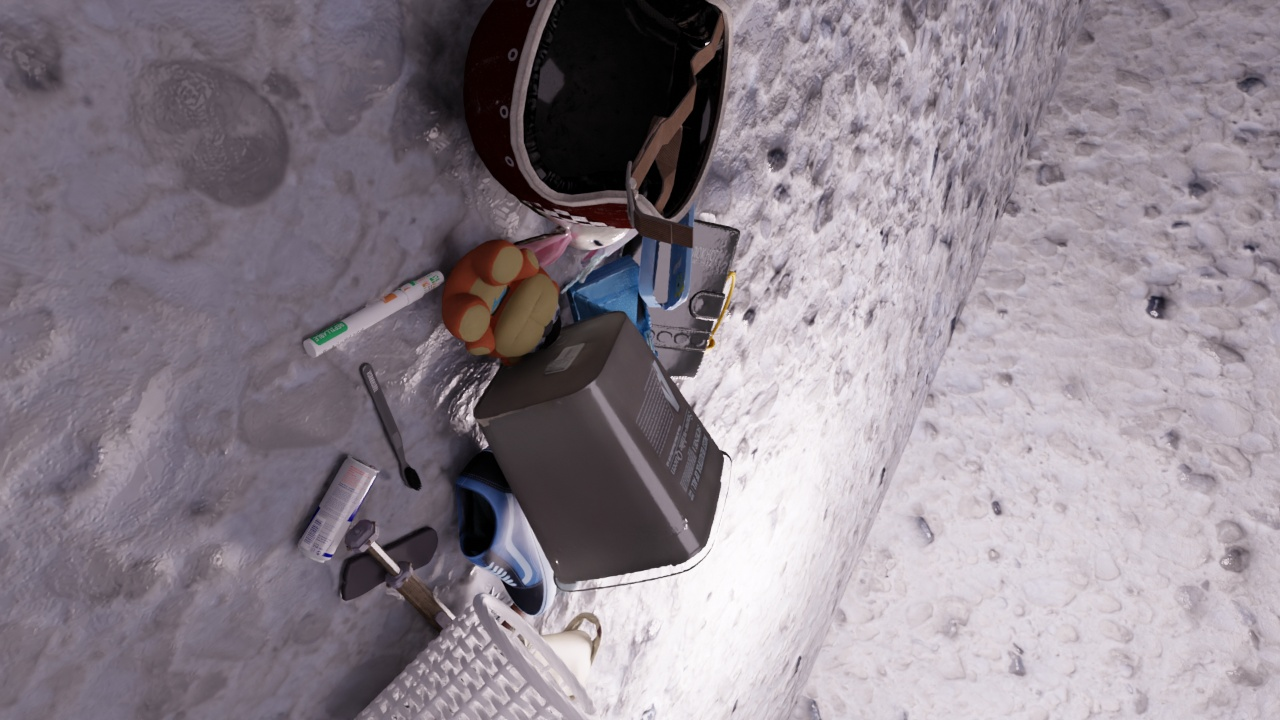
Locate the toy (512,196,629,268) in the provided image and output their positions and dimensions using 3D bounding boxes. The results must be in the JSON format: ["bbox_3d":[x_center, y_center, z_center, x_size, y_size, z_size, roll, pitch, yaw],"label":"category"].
[{"bbox_3d":[-0.042,-0.153,0.950,0.204,0.106,0.131,-25,133,-49],"label":"toy"}]

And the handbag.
[{"bbox_3d":[-0.128,0.420,1.163,0.184,0.132,0.229,-59,157,2],"label":"handbag"}]

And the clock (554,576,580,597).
[{"bbox_3d":[-0.095,0.225,1.153,0.122,0.045,0.159,36,74,-44],"label":"clock"}]

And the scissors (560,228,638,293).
[{"bbox_3d":[-0.032,-0.117,0.962,0.108,0.016,0.178,-32,-169,20],"label":"scissors"}]

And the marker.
[{"bbox_3d":[-0.228,-0.043,0.798,0.145,0.017,0.017,-39,140,-41],"label":"marker"}]

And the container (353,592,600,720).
[{"bbox_3d":[-0.173,0.379,0.972,0.186,0.189,0.189,-44,147,-8],"label":"container"}]

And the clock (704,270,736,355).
[{"bbox_3d":[0.088,-0.064,1.267,0.152,0.052,0.113,-67,167,1],"label":"clock"}]

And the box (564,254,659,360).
[{"bbox_3d":[-0.006,0.008,1.072,0.094,0.110,0.232,-26,130,-18],"label":"box"}]

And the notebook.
[{"bbox_3d":[0.036,-0.078,1.154,0.169,0.029,0.209,6,110,-34],"label":"notebook"}]

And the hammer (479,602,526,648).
[{"bbox_3d":[-0.107,0.265,1.213,0.299,0.028,0.111,-47,145,-32],"label":"hammer"}]

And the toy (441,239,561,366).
[{"bbox_3d":[-0.129,-0.053,0.887,0.112,0.096,0.176,-62,171,-2],"label":"toy"}]

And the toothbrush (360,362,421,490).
[{"bbox_3d":[-0.236,0.066,0.870,0.012,0.013,0.167,-45,142,-35],"label":"toothbrush"}]

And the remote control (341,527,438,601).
[{"bbox_3d":[-0.254,0.205,0.937,0.124,0.009,0.046,-16,124,-56],"label":"remote control"}]

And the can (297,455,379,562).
[{"bbox_3d":[-0.273,0.134,0.830,0.095,0.032,0.032,-62,151,-9],"label":"can"}]

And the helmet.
[{"bbox_3d":[-0.025,-0.212,0.771,0.233,0.254,0.233,33,75,-76],"label":"helmet"}]

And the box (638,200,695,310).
[{"bbox_3d":[0.043,-0.161,1.056,0.069,0.064,0.209,47,47,-68],"label":"box"}]

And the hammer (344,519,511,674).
[{"bbox_3d":[-0.236,0.249,0.961,0.146,0.028,0.317,-46,149,-21],"label":"hammer"}]

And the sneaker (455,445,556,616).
[{"bbox_3d":[-0.163,0.210,1.024,0.098,0.083,0.242,-42,135,-42],"label":"sneaker"}]

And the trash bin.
[{"bbox_3d":[-0.042,0.088,0.962,0.220,0.198,0.196,61,28,-25],"label":"trash bin"}]
